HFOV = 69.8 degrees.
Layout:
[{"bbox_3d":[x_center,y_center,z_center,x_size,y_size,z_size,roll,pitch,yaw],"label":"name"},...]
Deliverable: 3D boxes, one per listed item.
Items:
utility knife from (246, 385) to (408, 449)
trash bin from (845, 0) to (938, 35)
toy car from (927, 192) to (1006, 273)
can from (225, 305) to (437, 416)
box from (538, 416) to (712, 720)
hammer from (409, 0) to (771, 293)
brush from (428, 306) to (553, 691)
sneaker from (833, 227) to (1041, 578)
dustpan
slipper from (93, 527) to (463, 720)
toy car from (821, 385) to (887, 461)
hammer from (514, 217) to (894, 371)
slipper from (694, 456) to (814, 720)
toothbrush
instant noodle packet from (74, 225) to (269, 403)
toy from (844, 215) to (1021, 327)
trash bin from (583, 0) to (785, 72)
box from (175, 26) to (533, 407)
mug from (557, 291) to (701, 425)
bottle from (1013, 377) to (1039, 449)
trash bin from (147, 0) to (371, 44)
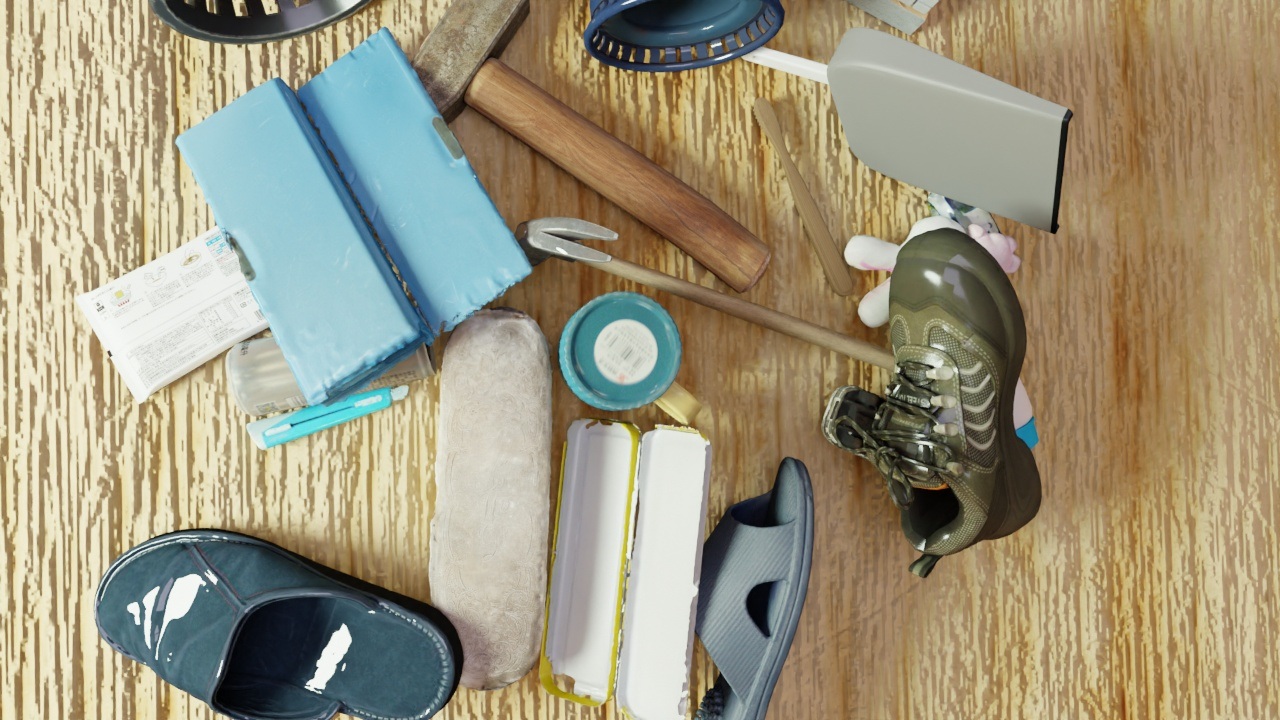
[{"bbox_3d":[-0.226,0.037,0.670,0.116,0.015,0.022,-20,90,-8],"label":"utility knife"},{"bbox_3d":[0.195,-0.357,0.606,0.142,0.247,0.142,26,86,-5],"label":"trash bin"},{"bbox_3d":[0.260,-0.102,0.717,0.038,0.027,0.090,-31,92,-8],"label":"toy car"},{"bbox_3d":[-0.217,0.000,0.652,0.135,0.054,0.054,-13,90,-6],"label":"can"},{"bbox_3d":[-0.011,0.147,0.650,0.130,0.034,0.209,5,87,38],"label":"box"},{"bbox_3d":[-0.035,-0.143,0.683,0.301,0.037,0.158,33,86,-4],"label":"hammer"},{"bbox_3d":[-0.106,0.095,0.659,0.083,0.057,0.271,2,90,-6],"label":"brush"},{"bbox_3d":[0.185,0.040,0.624,0.142,0.101,0.238,-27,111,-26],"label":"sneaker"},{"bbox_3d":[0.176,-0.178,0.652,0.258,0.163,0.033,26,85,26],"label":"dustpan"},{"bbox_3d":[-0.256,0.184,0.609,0.266,0.083,0.109,13,92,8],"label":"slipper"},{"bbox_3d":[0.186,0.056,0.702,0.112,0.040,0.048,24,85,-23],"label":"toy car"},{"bbox_3d":[0.067,-0.037,0.670,0.331,0.119,0.030,20,85,-14],"label":"hammer"},{"bbox_3d":[0.057,0.192,0.654,0.082,0.101,0.263,15,91,-7],"label":"slipper"},{"bbox_3d":[0.125,-0.126,0.711,0.016,0.016,0.167,-26,93,-6],"label":"toothbrush"},{"bbox_3d":[-0.321,-0.040,0.656,0.134,0.026,0.087,-30,92,-6],"label":"instant noodle packet"},{"bbox_3d":[0.223,-0.073,0.700,0.125,0.037,0.076,-14,106,6],"label":"toy"},{"bbox_3d":[0.018,-0.350,0.644,0.139,0.139,0.249,-6,88,-6],"label":"trash bin"},{"bbox_3d":[-0.198,-0.106,0.627,0.174,0.033,0.231,-33,74,-1],"label":"box"},{"bbox_3d":[-0.004,0.004,0.648,0.113,0.107,0.083,39,83,-4],"label":"mug"},{"bbox_3d":[0.268,0.029,0.702,0.051,0.051,0.146,-26,91,-6],"label":"bottle"},{"bbox_3d":[-0.278,-0.356,0.605,0.164,0.164,0.227,-22,87,-6],"label":"trash bin"}]
